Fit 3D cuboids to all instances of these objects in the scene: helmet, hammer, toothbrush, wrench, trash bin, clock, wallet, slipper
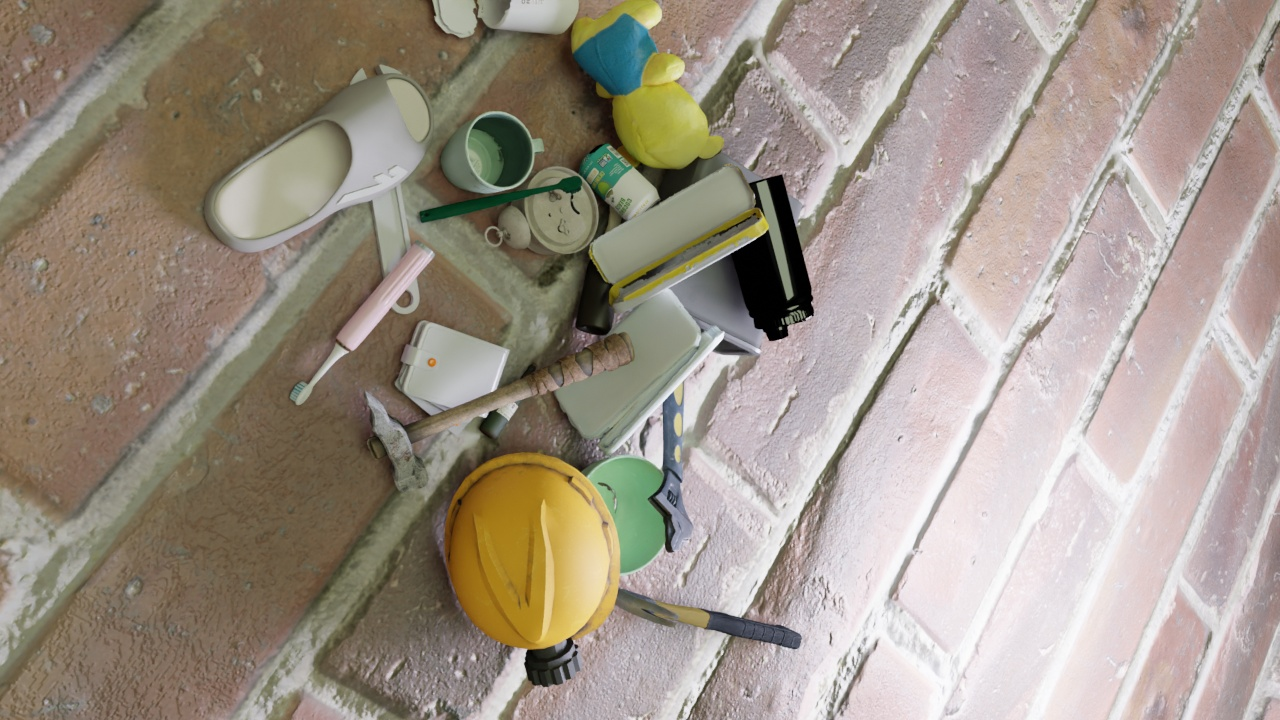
[{"bbox_3d":[-0.126,0.244,1.034,0.205,0.131,0.255,-12,105,2],"label":"helmet"},{"bbox_3d":[0.102,0.355,1.249,0.332,0.118,0.025,24,82,-36],"label":"hammer"},{"bbox_3d":[-0.305,-0.041,1.005,0.222,0.026,0.027,-52,159,-12],"label":"toothbrush"},{"bbox_3d":[-0.154,0.039,1.046,0.318,0.049,0.121,-22,115,-14],"label":"hammer"},{"bbox_3d":[-0.276,-0.189,1.030,0.086,0.018,0.273,-14,101,-31],"label":"wrench"},{"bbox_3d":[-0.159,-0.183,1.050,0.190,0.017,0.016,-12,75,1],"label":"toothbrush"},{"bbox_3d":[0.098,-0.140,1.218,0.191,0.098,0.219,24,79,-31],"label":"trash bin"},{"bbox_3d":[-0.124,-0.169,1.100,0.156,0.061,0.103,-29,104,-35],"label":"clock"},{"bbox_3d":[0.042,0.112,1.171,0.073,0.022,0.272,31,49,-38],"label":"wrench"},{"bbox_3d":[-0.223,0.024,1.063,0.118,0.037,0.115,21,87,-32],"label":"wallet"},{"bbox_3d":[-0.323,-0.206,0.946,0.265,0.081,0.113,-36,107,-16],"label":"slipper"}]

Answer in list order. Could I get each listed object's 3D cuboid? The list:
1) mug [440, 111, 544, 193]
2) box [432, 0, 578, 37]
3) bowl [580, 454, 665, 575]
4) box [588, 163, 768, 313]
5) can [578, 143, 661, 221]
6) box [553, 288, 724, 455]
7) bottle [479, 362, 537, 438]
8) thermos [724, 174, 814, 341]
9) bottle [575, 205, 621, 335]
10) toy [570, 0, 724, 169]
[{"bbox_3d":[-0.166,-0.233,1.043,0.111,0.104,0.084,-18,102,-29],"label":"mug"},{"bbox_3d":[-0.158,-0.415,1.056,0.165,0.092,0.083,-12,103,-40],"label":"box"},{"bbox_3d":[-0.038,0.190,1.161,0.150,0.077,0.151,-2,94,-32],"label":"bowl"},{"bbox_3d":[0.045,-0.139,1.089,0.057,0.210,0.117,40,25,-58],"label":"box"},{"bbox_3d":[-0.026,-0.219,1.141,0.101,0.055,0.054,44,68,1],"label":"can"},{"bbox_3d":[-0.011,0.003,1.132,0.127,0.106,0.215,42,106,0],"label":"box"},{"bbox_3d":[-0.157,0.046,1.110,0.025,0.025,0.106,41,72,-27],"label":"bottle"},{"bbox_3d":[0.161,-0.124,1.150,0.086,0.086,0.198,-23,102,-29],"label":"thermos"},{"bbox_3d":[-0.043,-0.125,1.162,0.045,0.045,0.184,18,76,-31],"label":"bottle"},{"bbox_3d":[-0.002,-0.323,1.116,0.083,0.149,0.214,-44,117,-35],"label":"toy"}]
